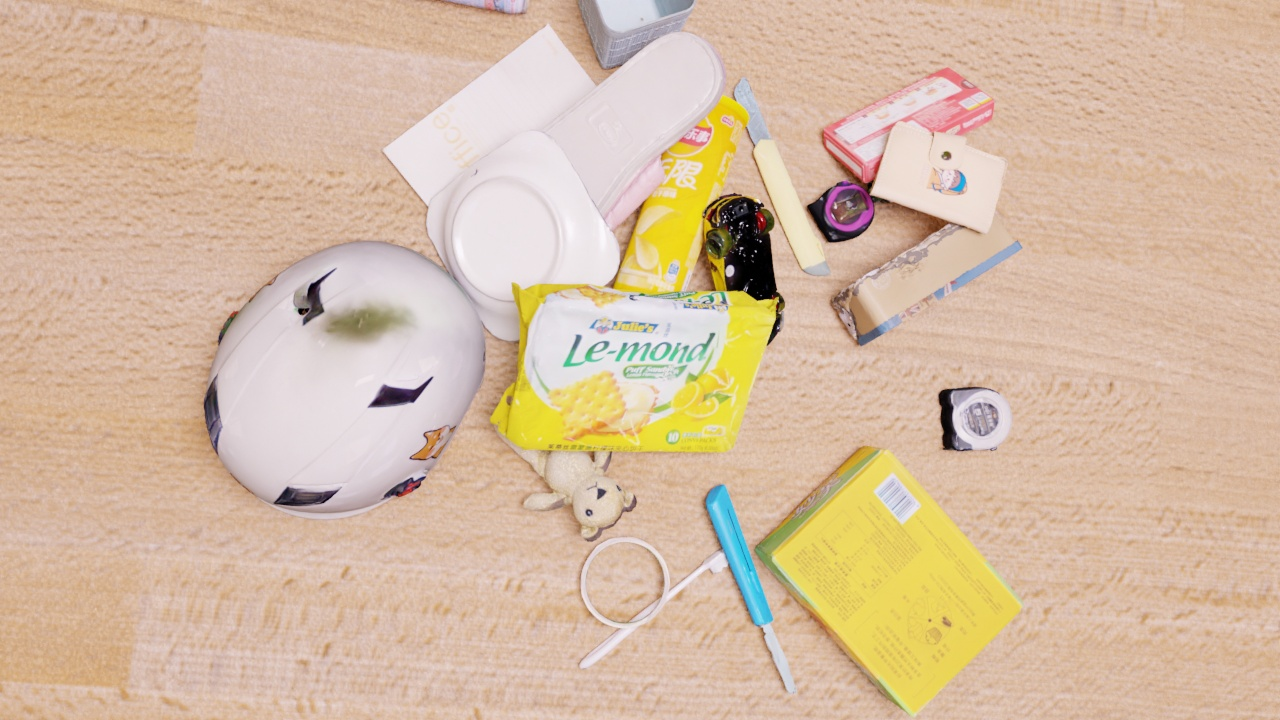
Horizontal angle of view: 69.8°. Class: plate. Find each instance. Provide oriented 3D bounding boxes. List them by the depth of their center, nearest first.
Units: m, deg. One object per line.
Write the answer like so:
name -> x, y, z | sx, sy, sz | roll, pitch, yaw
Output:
plate -> -0.116, -0.111, 0.844 | 0.165, 0.034, 0.163 | -32, 89, 21

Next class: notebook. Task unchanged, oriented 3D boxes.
notebook -> -0.125, -0.211, 0.899 | 0.206, 0.010, 0.146 | -39, 94, -7

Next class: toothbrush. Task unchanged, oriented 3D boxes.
toothbrush -> 0.015, 0.244, 0.893 | 0.180, 0.016, 0.016 | -36, 98, -8

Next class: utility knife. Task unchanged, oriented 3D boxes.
utility knife -> 0.111, 0.228, 0.899 | 0.018, 0.034, 0.218 | -20, 92, 32
utility knife -> 0.140, -0.183, 0.924 | 0.031, 0.022, 0.216 | -23, 97, -8

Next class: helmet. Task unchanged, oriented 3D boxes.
helmet -> -0.265, 0.017, 0.800 | 0.230, 0.157, 0.274 | 44, 84, -3

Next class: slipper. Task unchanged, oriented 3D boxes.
slipper -> -0.033, -0.192, 0.858 | 0.275, 0.054, 0.114 | -42, 82, 15

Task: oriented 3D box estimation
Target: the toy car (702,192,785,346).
toy car -> 0.098, -0.082, 0.885 | 0.071, 0.041, 0.156 | -29, 118, -28

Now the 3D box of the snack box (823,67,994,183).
snack box -> 0.268, -0.237, 0.918 | 0.153, 0.025, 0.075 | -28, 49, -7

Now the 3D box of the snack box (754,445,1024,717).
snack box -> 0.239, 0.211, 0.893 | 0.157, 0.070, 0.210 | -42, 93, -7

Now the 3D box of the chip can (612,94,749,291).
chip can -> 0.038, -0.149, 0.886 | 0.072, 0.072, 0.213 | 19, 86, -6

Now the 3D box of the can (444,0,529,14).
can -> -0.172, -0.370, 0.879 | 0.134, 0.053, 0.053 | 9, 86, -6

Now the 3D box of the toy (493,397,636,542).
toy -> -0.074, 0.096, 0.865 | 0.105, 0.066, 0.157 | -40, 78, -21

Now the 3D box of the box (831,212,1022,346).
box -> 0.284, -0.086, 0.902 | 0.184, 0.090, 0.062 | -29, 85, -6

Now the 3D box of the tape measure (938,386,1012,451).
tape measure -> 0.339, 0.059, 0.930 | 0.066, 0.033, 0.065 | -2, 89, -4

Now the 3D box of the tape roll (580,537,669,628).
tape roll -> -0.015, 0.213, 0.883 | 0.086, 0.014, 0.085 | 0, 77, 0

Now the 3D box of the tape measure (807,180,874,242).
tape measure -> 0.205, -0.149, 0.920 | 0.058, 0.039, 0.057 | -30, 91, -7

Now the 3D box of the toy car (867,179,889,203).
toy car -> 0.271, -0.189, 0.928 | 0.091, 0.043, 0.036 | -28, 91, -8

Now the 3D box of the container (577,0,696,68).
container -> -0.010, -0.339, 0.868 | 0.090, 0.111, 0.090 | -20, 90, -8

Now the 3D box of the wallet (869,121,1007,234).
wallet -> 0.284, -0.176, 0.865 | 0.115, 0.024, 0.087 | 19, 75, 5

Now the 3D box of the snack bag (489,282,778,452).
snack bag -> -0.005, 0.005, 0.831 | 0.246, 0.068, 0.158 | 2, 122, -19
